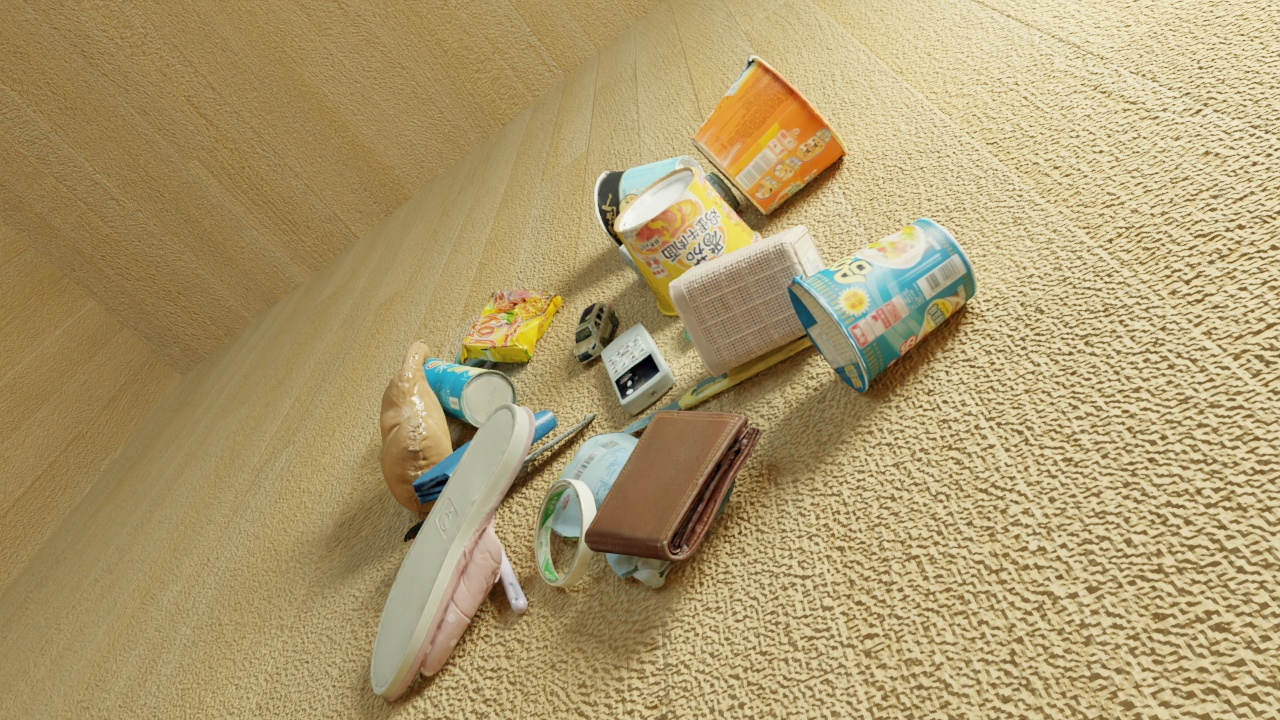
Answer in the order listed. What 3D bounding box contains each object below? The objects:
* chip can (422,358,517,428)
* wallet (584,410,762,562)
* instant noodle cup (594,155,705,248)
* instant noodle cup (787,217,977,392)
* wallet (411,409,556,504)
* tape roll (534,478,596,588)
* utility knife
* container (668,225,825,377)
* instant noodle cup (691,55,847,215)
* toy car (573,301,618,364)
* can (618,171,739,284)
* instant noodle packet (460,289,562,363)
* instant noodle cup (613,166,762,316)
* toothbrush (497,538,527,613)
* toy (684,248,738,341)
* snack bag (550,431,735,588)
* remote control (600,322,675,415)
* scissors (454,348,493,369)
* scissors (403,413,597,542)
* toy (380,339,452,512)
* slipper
[{"bbox_3d":[-0.226,0.039,1.141,0.071,0.071,0.211,-49,26,-19],"label":"chip can"},{"bbox_3d":[0.020,0.090,0.668,0.101,0.032,0.124,-1,48,51],"label":"wallet"},{"bbox_3d":[0.020,-0.208,1.174,0.121,0.111,0.111,-13,35,36],"label":"instant noodle cup"},{"bbox_3d":[0.180,-0.047,0.671,0.110,0.099,0.099,-33,24,-2],"label":"instant noodle cup"},{"bbox_3d":[-0.157,0.098,0.924,0.132,0.040,0.107,-32,5,-36],"label":"wallet"},{"bbox_3d":[-0.061,0.138,0.740,0.086,0.014,0.085,-29,55,53],"label":"tape roll"},{"bbox_3d":[0.068,0.023,0.810,0.220,0.022,0.030,-34,15,25],"label":"utility knife"},{"bbox_3d":[0.100,-0.054,0.779,0.111,0.090,0.089,-23,7,27],"label":"container"},{"bbox_3d":[0.135,-0.240,1.008,0.111,0.151,0.151,-45,23,10],"label":"instant noodle cup"},{"bbox_3d":[-0.055,-0.031,1.054,0.042,0.035,0.090,-28,29,28],"label":"toy car"},{"bbox_3d":[0.046,-0.157,1.092,0.146,0.058,0.058,-40,24,0],"label":"can"},{"bbox_3d":[-0.173,-0.044,1.206,0.111,0.044,0.128,0,42,22],"label":"instant noodle packet"},{"bbox_3d":[0.046,-0.134,0.990,0.138,0.110,0.137,-32,25,16],"label":"instant noodle cup"},{"bbox_3d":[-0.127,0.175,0.825,0.029,0.021,0.189,-40,25,-5],"label":"toothbrush"},{"bbox_3d":[0.083,-0.069,0.916,0.092,0.030,0.096,-22,44,29],"label":"toy"},{"bbox_3d":[-0.006,0.112,0.732,0.110,0.039,0.191,-46,27,-17],"label":"snack bag"},{"bbox_3d":[-0.006,0.005,0.934,0.058,0.021,0.150,-39,23,5],"label":"remote control"},{"bbox_3d":[-0.206,-0.028,1.291,0.180,0.019,0.169,-17,34,41],"label":"scissors"},{"bbox_3d":[-0.136,0.116,0.925,0.206,0.015,0.193,-30,-6,-41],"label":"scissors"},{"bbox_3d":[-0.258,0.073,1.052,0.225,0.082,0.144,-114,32,-50],"label":"toy"},{"bbox_3d":[-0.155,0.166,0.796,0.114,0.054,0.274,19,82,62],"label":"slipper"}]
